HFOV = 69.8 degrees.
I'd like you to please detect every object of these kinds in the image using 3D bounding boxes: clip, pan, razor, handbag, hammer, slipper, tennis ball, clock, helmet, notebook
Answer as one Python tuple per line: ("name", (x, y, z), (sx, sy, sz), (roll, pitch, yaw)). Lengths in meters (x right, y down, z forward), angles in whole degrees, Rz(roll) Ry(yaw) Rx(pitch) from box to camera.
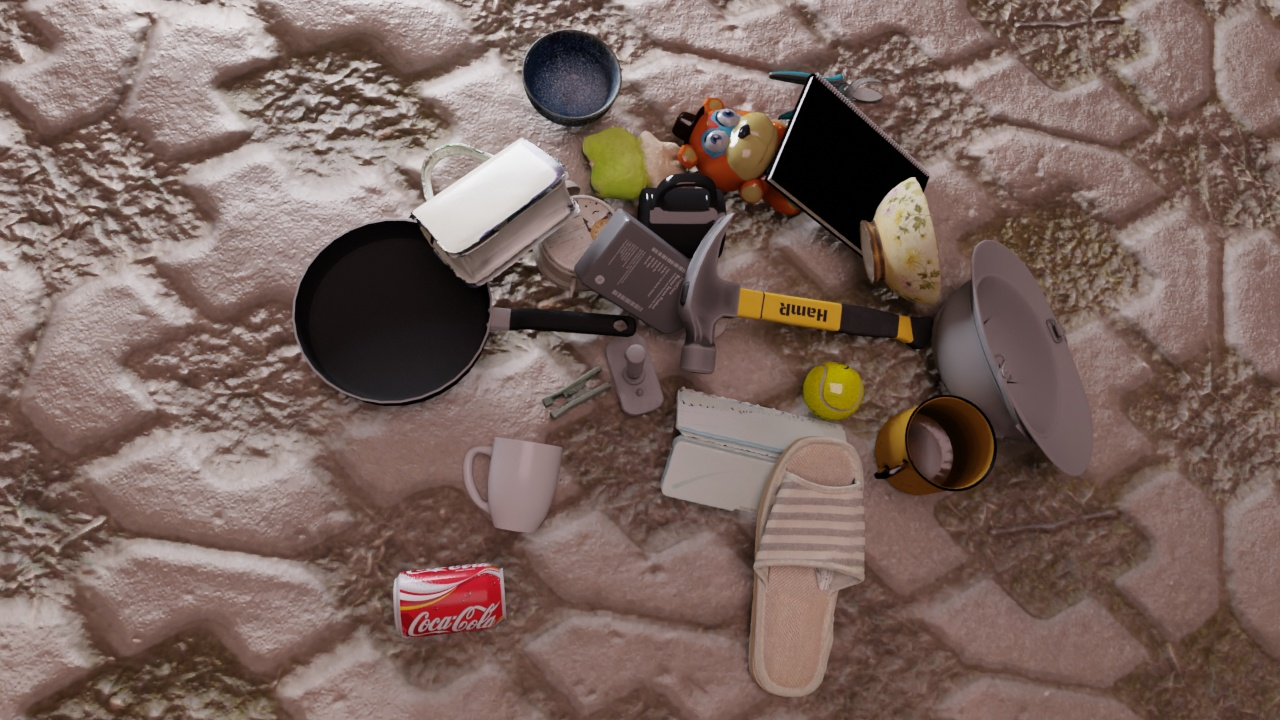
("clip", (-0.069, 0.035, 0.995), (0.075, 0.023, 0.042), (-29, 83, -12))
("pan", (-0.184, -0.044, 0.977), (0.355, 0.044, 0.203), (4, 73, -4))
("razor", (-0.006, 0.006, 0.962), (0.047, 0.116, 0.088), (-17, 78, -5))
("handbag", (-0.168, -0.171, 0.967), (0.151, 0.074, 0.176), (-39, 57, -13))
("hammer", (0.191, -0.056, 1.010), (0.324, 0.034, 0.170), (7, 88, -23))
("slipper", (0.170, 0.213, 0.944), (0.114, 0.054, 0.272), (11, 89, -3))
("tennis ball", (0.213, 0.034, 1.013), (0.065, 0.065, 0.065), (2, 75, -8))
("clock", (-0.076, -0.153, 1.022), (0.103, 0.061, 0.157), (-24, 82, -13))
("helmet", (0.391, 0.010, 1.026), (0.182, 0.118, 0.271), (-22, 89, -44))
("notebook", (0.246, -0.213, 1.065), (0.206, 0.016, 0.148), (32, 72, -26))

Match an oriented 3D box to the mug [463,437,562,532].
("mug", (-0.138, 0.126, 0.945), (0.107, 0.071, 0.089), (6, 82, 22))

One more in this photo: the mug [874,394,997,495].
("mug", (0.306, 0.100, 0.995), (0.123, 0.094, 0.100), (-25, 82, -13))

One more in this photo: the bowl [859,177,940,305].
("bowl", (0.282, -0.125, 1.019), (0.063, 0.145, 0.145), (-12, 77, 6))

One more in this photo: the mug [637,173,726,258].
("mug", (0.047, -0.163, 1.016), (0.088, 0.114, 0.078), (-1, 58, -9))

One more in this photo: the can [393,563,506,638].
("can", (-0.187, 0.236, 0.904), (0.104, 0.064, 0.064), (-4, 76, -9))

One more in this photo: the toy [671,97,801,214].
("toy", (0.120, -0.238, 1.063), (0.176, 0.096, 0.112), (20, 72, 9))

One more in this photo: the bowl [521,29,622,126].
("bowl", (-0.081, -0.318, 1.064), (0.114, 0.061, 0.114), (2, 77, -8))

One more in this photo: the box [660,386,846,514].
("box", (0.126, 0.107, 0.997), (0.197, 0.074, 0.126), (14, 54, -8))

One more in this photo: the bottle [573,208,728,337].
("bottle", (0.022, -0.080, 0.993), (0.173, 0.046, 0.084), (32, 104, -27))

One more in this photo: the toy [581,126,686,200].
("toy", (-0.006, -0.228, 1.062), (0.117, 0.043, 0.092), (-9, 73, -14))

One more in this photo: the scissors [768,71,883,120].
("scissors", (0.223, -0.332, 1.135), (0.124, 0.019, 0.155), (42, 72, 2))
